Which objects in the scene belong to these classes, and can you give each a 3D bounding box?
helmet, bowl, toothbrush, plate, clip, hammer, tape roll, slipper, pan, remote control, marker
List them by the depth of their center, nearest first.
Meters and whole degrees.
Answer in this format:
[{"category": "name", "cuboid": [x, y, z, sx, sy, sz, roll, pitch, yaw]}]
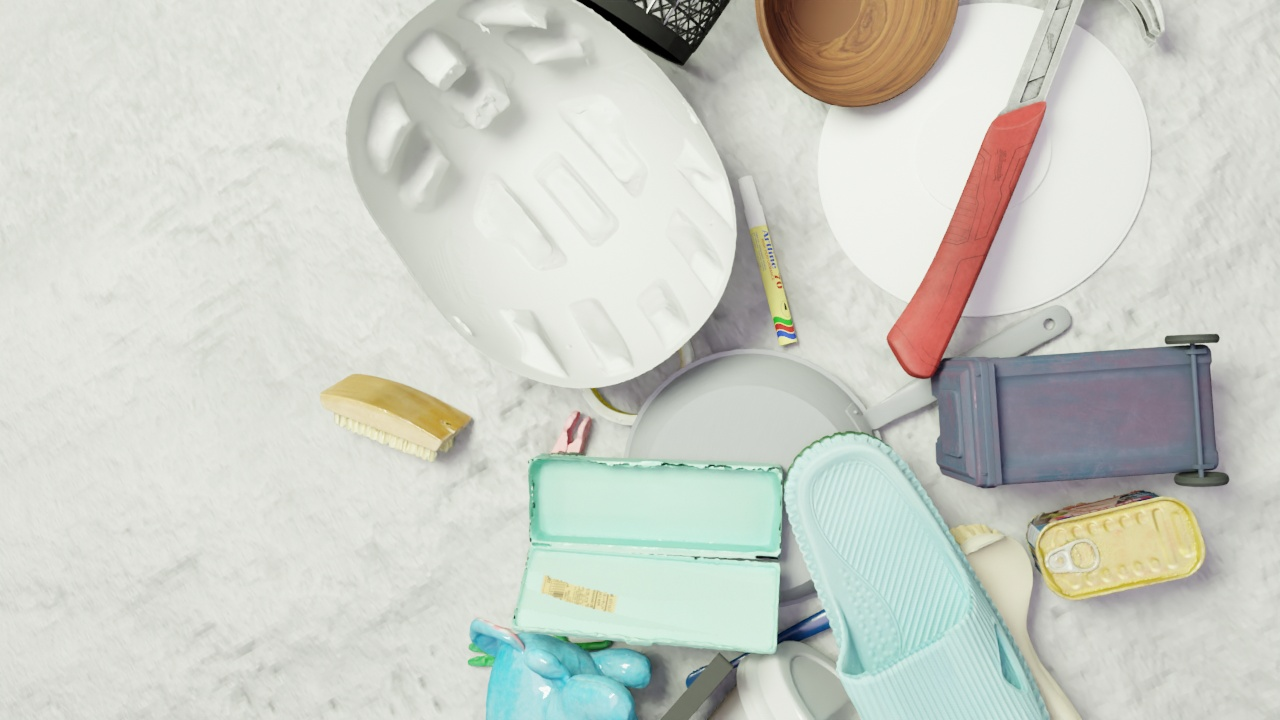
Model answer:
[{"category": "slipper", "cuboid": [0.175, 0.171, 0.582, 0.116, 0.069, 0.276, -23, 73, 0]}, {"category": "hammer", "cuboid": [0.245, -0.135, 0.618, 0.126, 0.036, 0.315, 22, 88, 11]}, {"category": "remote control", "cuboid": [0.039, 0.229, 0.629, 0.013, 0.133, 0.058, 41, 78, 16]}, {"category": "bowl", "cuboid": [0.142, -0.256, 0.651, 0.147, 0.069, 0.147, -4, 107, -13]}, {"category": "helmet", "cuboid": [-0.057, -0.117, 0.652, 0.282, 0.183, 0.224, 46, 105, 17]}, {"category": "plate", "cuboid": [0.243, -0.147, 0.657, 0.230, 0.030, 0.229, 0, 90, 14]}, {"category": "pan", "cuboid": [0.149, 0.054, 0.671, 0.357, 0.050, 0.200, -30, 90, 13]}, {"category": "toothbrush", "cuboid": [0.118, 0.205, 0.694, 0.190, 0.017, 0.016, -30, 83, 11]}, {"category": "marker", "cuboid": [0.096, -0.077, 0.702, 0.014, 0.014, 0.132, -15, 86, 13]}, {"category": "tape roll", "cuboid": [-0.004, 0.004, 0.723, 0.094, 0.019, 0.094, 0, 89, 13]}, {"category": "clip", "cuboid": [-0.053, 0.072, 0.734, 0.044, 0.023, 0.060, 46, 101, 5]}]

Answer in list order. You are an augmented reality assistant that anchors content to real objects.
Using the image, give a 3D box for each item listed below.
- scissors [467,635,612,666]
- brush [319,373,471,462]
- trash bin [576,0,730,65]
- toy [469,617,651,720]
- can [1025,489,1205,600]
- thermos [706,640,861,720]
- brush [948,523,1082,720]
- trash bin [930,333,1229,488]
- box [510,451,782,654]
[{"category": "scissors", "cuboid": [-0.082, 0.246, 0.745, 0.131, 0.014, 0.071, -11, 87, 12]}, {"category": "brush", "cuboid": [-0.203, 0.047, 0.758, 0.117, 0.049, 0.039, 20, 117, 12]}, {"category": "trash bin", "cuboid": [0.022, -0.356, 0.632, 0.217, 0.216, 0.243, 33, 104, 12]}, {"category": "toy", "cuboid": [-0.042, 0.249, 0.663, 0.181, 0.114, 0.183, -29, 95, 49]}, {"category": "can", "cuboid": [0.317, 0.123, 0.623, 0.100, 0.059, 0.054, -17, 85, 13]}, {"category": "thermos", "cuboid": [0.066, 0.317, 0.656, 0.131, 0.131, 0.222, 43, 107, 10]}, {"category": "brush", "cuboid": [0.279, 0.233, 0.606, 0.062, 0.077, 0.272, -27, 71, 7]}, {"category": "trash bin", "cuboid": [0.280, 0.035, 0.602, 0.161, 0.092, 0.094, -4, 90, 0]}, {"category": "box", "cuboid": [0.007, 0.135, 0.654, 0.187, 0.057, 0.137, 2, 79, 12]}]
